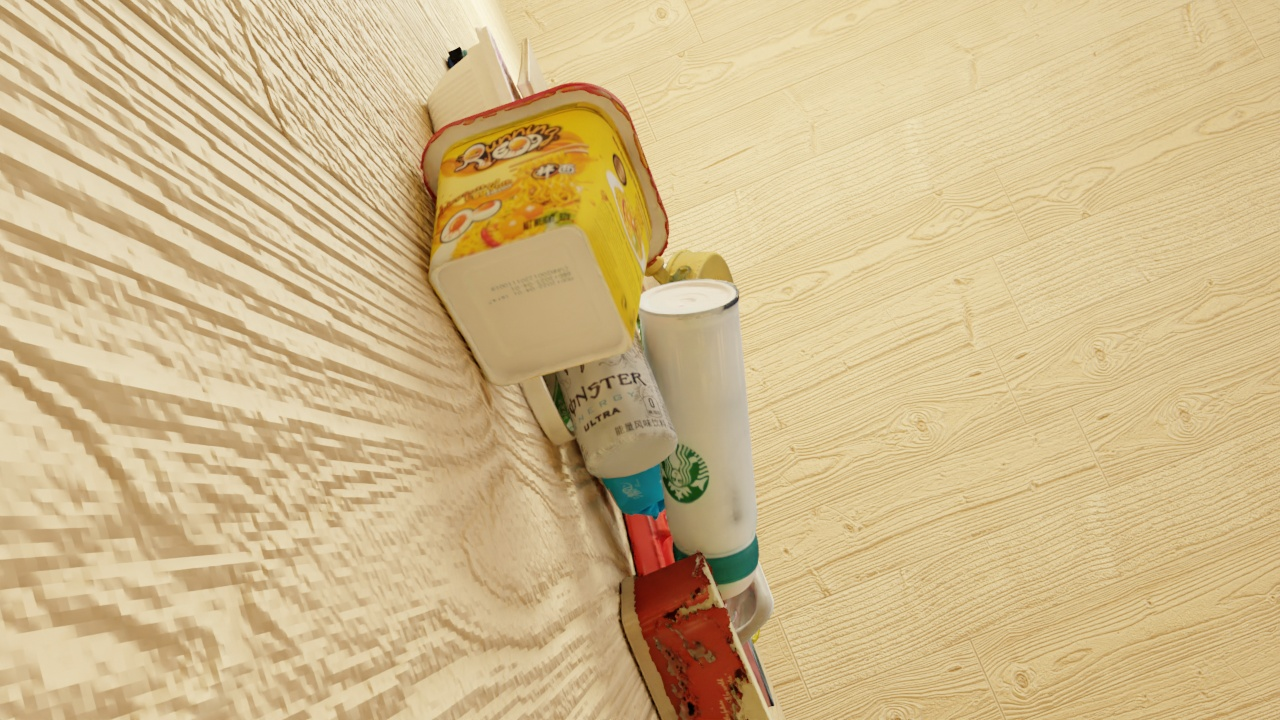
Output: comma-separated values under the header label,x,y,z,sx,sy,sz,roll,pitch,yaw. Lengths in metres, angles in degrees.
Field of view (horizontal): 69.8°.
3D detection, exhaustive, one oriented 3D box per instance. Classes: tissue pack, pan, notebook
label,x,y,z,sx,sy,sz,roll,pitch,yaw
tissue pack,-0.016,0.049,0.693,0.140,0.063,0.090,67,2,-45
pan,0.026,-0.071,0.959,0.358,0.078,0.197,63,33,-49
notebook,-0.048,-0.133,0.714,0.149,0.012,0.211,-102,171,-59

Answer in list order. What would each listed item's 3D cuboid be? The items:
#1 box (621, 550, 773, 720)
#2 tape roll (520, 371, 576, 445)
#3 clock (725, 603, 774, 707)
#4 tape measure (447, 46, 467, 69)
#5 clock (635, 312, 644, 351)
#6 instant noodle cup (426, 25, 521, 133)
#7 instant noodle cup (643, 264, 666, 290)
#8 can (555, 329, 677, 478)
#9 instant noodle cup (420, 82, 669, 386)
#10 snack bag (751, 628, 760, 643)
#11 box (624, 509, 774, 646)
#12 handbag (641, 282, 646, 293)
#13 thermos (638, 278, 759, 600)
label,x,y,z,sx,sy,sz,roll,pitch,yaw
box,0.053,0.212,0.585,0.091,0.077,0.168,-101,168,-83
tape roll,-0.062,0.011,0.574,0.086,0.014,0.086,-20,88,-88
clock,0.071,0.260,0.817,0.158,0.060,0.117,67,3,-71
tape measure,-0.154,-0.255,0.834,0.058,0.025,0.054,65,4,-65
clock,-0.005,0.005,0.848,0.116,0.056,0.161,-23,110,-65
instant noodle cup,-0.089,-0.122,0.636,0.173,0.060,0.138,62,6,-58
instant noodle cup,-0.009,-0.052,1.106,0.116,0.124,0.116,58,10,-78
can,-0.026,-0.001,0.581,0.058,0.058,0.146,64,5,-62
instant noodle cup,-0.049,-0.060,0.463,0.123,0.116,0.116,-91,162,-52
snack bag,0.088,0.192,0.990,0.158,0.068,0.246,60,26,-82
box,0.048,0.156,0.761,0.201,0.098,0.095,-109,177,-61
handbag,-0.068,-0.101,0.911,0.233,0.093,0.193,-77,146,-72
thermos,0.042,0.061,0.629,0.073,0.073,0.224,-107,-172,-67
